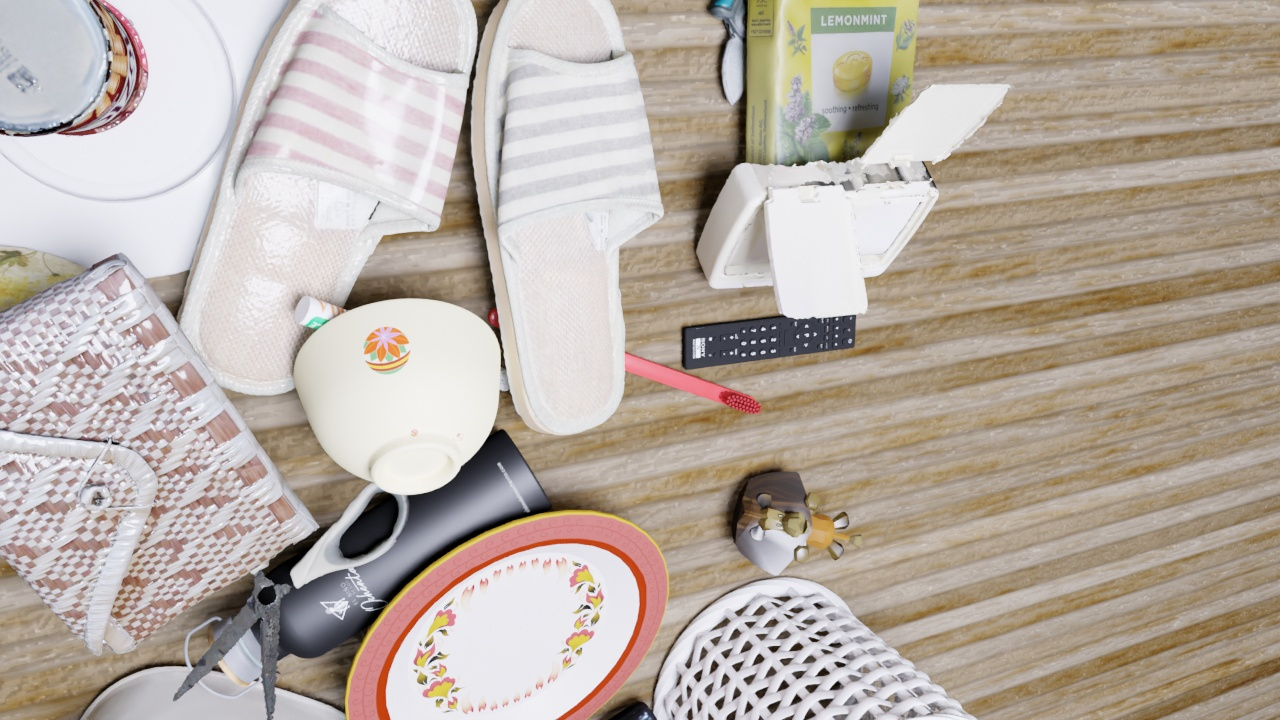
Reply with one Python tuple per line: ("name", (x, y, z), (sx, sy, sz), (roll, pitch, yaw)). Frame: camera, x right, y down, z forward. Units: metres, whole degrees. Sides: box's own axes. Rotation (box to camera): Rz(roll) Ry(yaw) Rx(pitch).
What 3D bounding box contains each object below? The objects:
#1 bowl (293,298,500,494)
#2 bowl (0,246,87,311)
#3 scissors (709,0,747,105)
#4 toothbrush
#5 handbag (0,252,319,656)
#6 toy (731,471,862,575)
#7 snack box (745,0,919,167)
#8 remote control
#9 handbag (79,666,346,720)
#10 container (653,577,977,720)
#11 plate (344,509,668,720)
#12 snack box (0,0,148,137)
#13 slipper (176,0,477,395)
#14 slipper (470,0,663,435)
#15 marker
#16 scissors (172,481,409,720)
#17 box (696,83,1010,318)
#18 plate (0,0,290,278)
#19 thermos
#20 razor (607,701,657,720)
("bowl", (-0.131, 0.032, 0.518), (0.118, 0.074, 0.118), (-13, 143, -10))
("bowl", (-0.327, 0.019, 0.469), (0.145, 0.063, 0.145), (-7, 109, -20))
("scissors", (0.073, -0.243, 0.586), (0.139, 0.019, 0.136), (-42, 121, -13))
("toothbrush", (-0.004, 0.004, 0.624), (0.212, 0.018, 0.012), (19, 97, -26))
("handbag", (-0.258, 0.054, 0.451), (0.124, 0.047, 0.186), (-34, 124, -20))
("toy", (0.118, 0.123, 0.680), (0.100, 0.063, 0.076), (15, 81, -7))
("snack box", (0.127, -0.205, 0.593), (0.121, 0.045, 0.181), (-11, 112, -28))
("remote control", (0.095, -0.016, 0.663), (0.140, 0.009, 0.030), (-7, 107, -20))
("handbag", (-0.280, 0.302, 0.560), (0.200, 0.093, 0.200), (28, 100, -27))
("container", (0.131, 0.285, 0.664), (0.189, 0.187, 0.189), (-6, 107, -21))
("plate", (-0.084, 0.190, 0.617), (0.229, 0.021, 0.230), (-17, 128, -24))
("snack box", (-0.262, -0.134, 0.402), (0.072, 0.121, 0.072), (-6, 106, -21))
("slipper", (-0.168, -0.095, 0.503), (0.115, 0.052, 0.263), (23, 98, -36))
("slipper", (-0.041, -0.085, 0.549), (0.114, 0.054, 0.273), (-9, 106, -36))
("marker", (-0.134, -0.007, 0.546), (0.145, 0.017, 0.017), (23, 95, -44))
("scissors", (-0.207, 0.117, 0.529), (0.157, 0.013, 0.171), (-25, 79, -10))
("box", (0.134, -0.084, 0.557), (0.143, 0.098, 0.184), (-7, 150, -19))
("plate", (-0.275, -0.144, 0.472), (0.208, 0.015, 0.209), (-6, 107, -21))
("thermos", (-0.169, 0.128, 0.567), (0.231, 0.061, 0.061), (-32, 114, -11))
("razor", (-0.048, 0.304, 0.677), (0.140, 0.053, 0.063), (-43, 83, -13))
